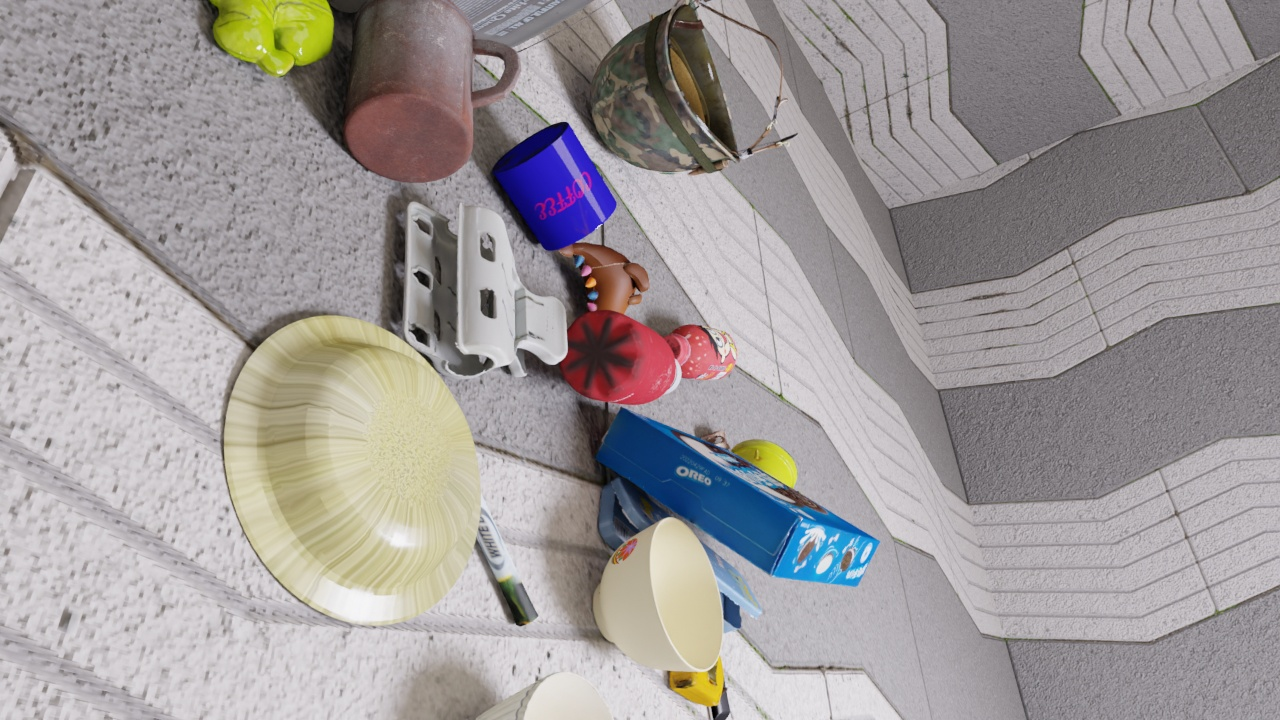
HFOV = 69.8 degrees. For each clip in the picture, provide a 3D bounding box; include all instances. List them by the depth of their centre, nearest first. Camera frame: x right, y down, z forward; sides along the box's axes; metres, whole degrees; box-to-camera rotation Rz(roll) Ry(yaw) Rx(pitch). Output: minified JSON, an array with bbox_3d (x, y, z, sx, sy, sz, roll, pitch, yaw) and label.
[{"bbox_3d":[-0.107,-0.043,0.677,0.150,0.089,0.125,27,49,-43],"label":"clip"},{"bbox_3d":[0.086,0.089,1.041,0.061,0.026,0.049,49,29,-41],"label":"clip"}]

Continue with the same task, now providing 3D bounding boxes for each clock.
[{"bbox_3d":[0.138,0.146,1.034,0.119,0.083,0.056,58,31,-17],"label":"clock"}]

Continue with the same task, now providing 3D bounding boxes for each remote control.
[{"bbox_3d":[0.065,0.273,0.861,0.028,0.012,0.124,30,45,-56],"label":"remote control"}]

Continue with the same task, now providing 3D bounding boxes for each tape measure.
[{"bbox_3d":[0.053,0.271,0.814,0.068,0.030,0.058,47,34,-42],"label":"tape measure"}]

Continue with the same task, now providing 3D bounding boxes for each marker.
[{"bbox_3d":[-0.106,0.112,0.618,0.146,0.017,0.017,66,24,-6],"label":"marker"}]

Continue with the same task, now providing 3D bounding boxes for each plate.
[{"bbox_3d":[-0.145,0.055,0.531,0.184,0.036,0.184,36,43,-44],"label":"plate"}]

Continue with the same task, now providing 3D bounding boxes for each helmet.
[{"bbox_3d":[0.066,-0.311,1.048,0.223,0.237,0.192,-16,91,-56],"label":"helmet"}]

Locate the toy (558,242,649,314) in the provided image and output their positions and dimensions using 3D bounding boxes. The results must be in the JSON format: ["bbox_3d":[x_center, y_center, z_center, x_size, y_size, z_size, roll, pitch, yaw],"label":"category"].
[{"bbox_3d":[-0.044,-0.063,0.856,0.103,0.071,0.090,23,69,-47],"label":"toy"}]

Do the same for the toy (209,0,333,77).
[{"bbox_3d":[-0.234,-0.222,0.590,0.093,0.036,0.094,4,70,-58],"label":"toy"}]

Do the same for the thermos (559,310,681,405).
[{"bbox_3d":[-0.005,0.005,0.832,0.239,0.073,0.073,20,52,-75],"label":"thermos"}]

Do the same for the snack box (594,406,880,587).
[{"bbox_3d":[0.096,0.130,0.843,0.056,0.196,0.238,-61,148,1],"label":"snack box"}]

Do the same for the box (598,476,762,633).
[{"bbox_3d":[0.044,0.173,0.829,0.210,0.052,0.066,46,29,-34],"label":"box"}]

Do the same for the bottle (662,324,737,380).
[{"bbox_3d":[0.059,-0.009,1.015,0.137,0.062,0.062,4,68,-66],"label":"bottle"}]

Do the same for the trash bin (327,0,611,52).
[{"bbox_3d":[-0.143,-0.363,0.722,0.219,0.198,0.197,-33,103,-60],"label":"trash bin"}]

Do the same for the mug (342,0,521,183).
[{"bbox_3d":[-0.146,-0.194,0.652,0.096,0.123,0.110,79,6,-65],"label":"mug"}]

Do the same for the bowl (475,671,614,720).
[{"bbox_3d":[-0.062,0.249,0.542,0.115,0.063,0.115,46,33,-42],"label":"bowl"}]

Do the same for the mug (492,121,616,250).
[{"bbox_3d":[-0.079,-0.162,0.833,0.083,0.079,0.111,57,2,-27],"label":"mug"}]

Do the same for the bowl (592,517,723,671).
[{"bbox_3d":[0.006,0.190,0.721,0.118,0.074,0.117,46,33,-42],"label":"bowl"}]
